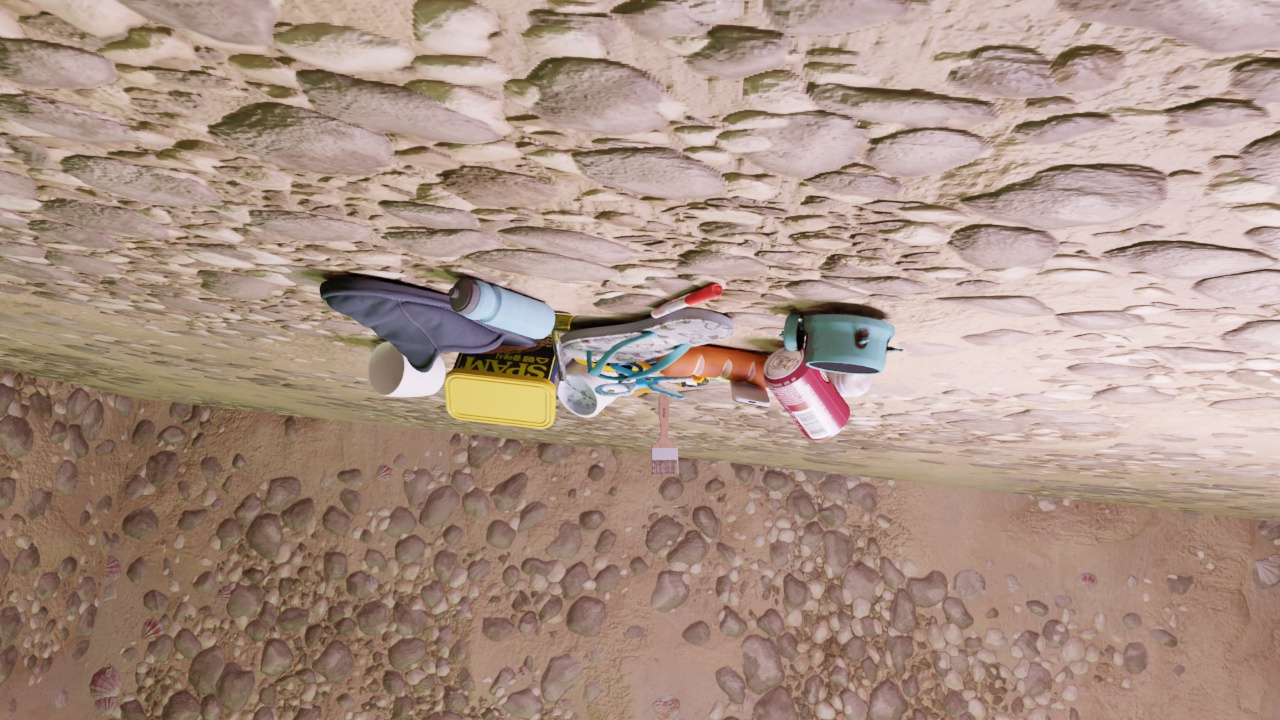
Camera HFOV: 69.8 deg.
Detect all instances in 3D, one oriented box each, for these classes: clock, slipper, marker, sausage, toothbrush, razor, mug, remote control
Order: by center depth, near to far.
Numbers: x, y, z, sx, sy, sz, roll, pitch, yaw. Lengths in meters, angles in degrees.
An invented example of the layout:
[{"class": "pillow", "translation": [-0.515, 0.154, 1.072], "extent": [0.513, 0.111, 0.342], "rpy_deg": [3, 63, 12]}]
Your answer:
[{"class": "marker", "translation": [0.042, -0.056, 0.896], "extent": [0.012, 0.012, 0.142], "rpy_deg": [10, 170, -22]}, {"class": "clock", "translation": [0.190, -0.018, 0.901], "extent": [0.090, 0.053, 0.124], "rpy_deg": [14, 170, -37]}, {"class": "slipper", "translation": [-0.236, -0.027, 1.046], "extent": [0.265, 0.083, 0.109], "rpy_deg": [17, 168, -40]}, {"class": "slipper", "translation": [0.002, -0.008, 1.046], "extent": [0.098, 0.054, 0.269], "rpy_deg": [17, 161, -39]}, {"class": "razor", "translation": [-0.096, -0.013, 1.068], "extent": [0.042, 0.026, 0.106], "rpy_deg": [4, 139, 8]}, {"class": "sausage", "translation": [0.099, 0.006, 1.124], "extent": [0.164, 0.044, 0.039], "rpy_deg": [7, 142, -14]}, {"class": "remote control", "translation": [0.136, 0.030, 1.163], "extent": [0.045, 0.008, 0.146], "rpy_deg": [11, -164, 0]}, {"class": "toothbrush", "translation": [-0.007, 0.007, 1.185], "extent": [0.197, 0.031, 0.031], "rpy_deg": [12, 141, 30]}, {"class": "clock", "translation": [-0.085, 0.027, 1.269], "extent": [0.117, 0.056, 0.083], "rpy_deg": [30, 134, 14]}, {"class": "mug", "translation": [-0.361, 0.007, 1.392], "extent": [0.114, 0.081, 0.087], "rpy_deg": [37, -165, 31]}]

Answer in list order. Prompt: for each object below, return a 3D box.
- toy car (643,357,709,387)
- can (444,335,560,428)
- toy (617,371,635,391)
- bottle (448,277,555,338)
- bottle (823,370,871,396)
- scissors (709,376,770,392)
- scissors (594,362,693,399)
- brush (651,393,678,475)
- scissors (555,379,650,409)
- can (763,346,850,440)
[{"class": "toy car", "translation": [0.045, 0.008, 1.208], "extent": [0.107, 0.030, 0.049], "rpy_deg": [28, 161, -29]}, {"class": "can", "translation": [-0.168, 0.019, 1.160], "extent": [0.135, 0.104, 0.075], "rpy_deg": [6, 128, 1]}, {"class": "toy", "translation": [-0.046, 0.028, 1.334], "extent": [0.102, 0.050, 0.093], "rpy_deg": [8, 176, 27]}, {"class": "bottle", "translation": [-0.145, -0.054, 0.949], "extent": [0.040, 0.040, 0.130], "rpy_deg": [-1, 168, 39]}, {"class": "bottle", "translation": [0.221, 0.024, 1.150], "extent": [0.044, 0.044, 0.136], "rpy_deg": [15, 167, -41]}, {"class": "scissors", "translation": [0.150, 0.028, 1.305], "extent": [0.171, 0.024, 0.166], "rpy_deg": [4, 165, 2]}, {"class": "scissors", "translation": [-0.001, 0.023, 1.117], "extent": [0.134, 0.011, 0.140], "rpy_deg": [-6, -158, -22]}, {"class": "brush", "translation": [0.039, 0.120, 1.537], "extent": [0.045, 0.143, 0.008], "rpy_deg": [-2, 172, -2]}, {"class": "scissors", "translation": [-0.079, 0.044, 1.414], "extent": [0.229, 0.016, 0.225], "rpy_deg": [-3, -166, -26]}, {"class": "can", "translation": [0.196, 0.039, 1.081], "extent": [0.063, 0.063, 0.114], "rpy_deg": [-4, 136, 47]}]
